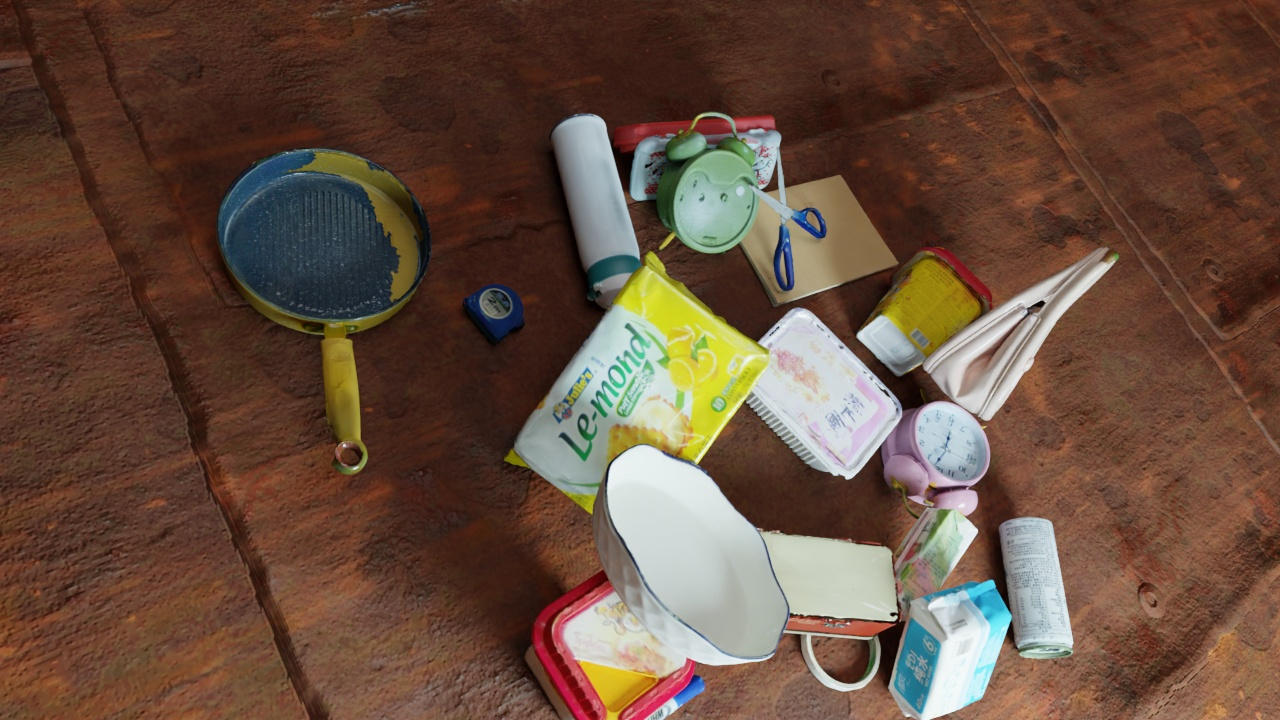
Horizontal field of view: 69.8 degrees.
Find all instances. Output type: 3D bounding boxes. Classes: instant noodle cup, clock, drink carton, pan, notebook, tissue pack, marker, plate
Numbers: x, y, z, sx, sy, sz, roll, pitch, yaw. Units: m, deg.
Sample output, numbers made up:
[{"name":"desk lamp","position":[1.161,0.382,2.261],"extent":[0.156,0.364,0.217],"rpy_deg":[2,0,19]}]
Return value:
[{"name":"instant noodle cup","position":[0.190,0.041,1.019],"extent":[0.173,0.060,0.137],"rpy_deg":[47,56,3]},{"name":"clock","position":[0.334,0.117,1.042],"extent":[0.117,0.060,0.158],"rpy_deg":[29,59,-6]},{"name":"drink carton","position":[0.292,0.210,0.957],"extent":[0.045,0.054,0.122],"rpy_deg":[41,76,-5]},{"name":"pan","position":[-0.285,-0.053,0.853],"extent":[0.197,0.078,0.357],"rpy_deg":[-1,65,-23]},{"name":"notebook","position":[0.214,-0.157,1.161],"extent":[0.211,0.012,0.149],"rpy_deg":[-18,72,-30]},{"name":"clock","position":[0.077,-0.202,1.052],"extent":[0.116,0.056,0.161],"rpy_deg":[0,107,-31]},{"name":"instant noodle cup","position":[0.337,-0.054,1.108],"extent":[0.116,0.116,0.123],"rpy_deg":[45,68,5]},{"name":"tissue pack","position":[0.302,0.284,0.906],"extent":[0.089,0.140,0.063],"rpy_deg":[-8,29,-27]},{"name":"instant noodle cup","position":[-0.035,0.251,0.777],"extent":[0.116,0.124,0.116],"rpy_deg":[-28,77,-31]},{"name":"marker","position":[-0.001,0.326,0.818],"extent":[0.145,0.017,0.017],"rpy_deg":[-25,76,-31]},{"name":"plate","position":[0.039,0.165,0.775],"extent":[0.205,0.046,0.204],"rpy_deg":[36,25,-20]}]

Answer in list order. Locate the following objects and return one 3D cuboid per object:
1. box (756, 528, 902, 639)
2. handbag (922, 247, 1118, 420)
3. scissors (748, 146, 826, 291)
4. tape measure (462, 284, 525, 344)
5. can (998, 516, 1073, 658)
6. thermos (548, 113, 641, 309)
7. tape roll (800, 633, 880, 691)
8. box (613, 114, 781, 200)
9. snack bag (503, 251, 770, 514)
[{"name":"box","position":[0.167,0.215,0.897],"extent":[0.168,0.077,0.091],"rpy_deg":[8,58,-12]},{"name":"handbag","position":[0.441,-0.041,1.042],"extent":[0.093,0.234,0.193],"rpy_deg":[47,17,17]},{"name":"scissors","position":[0.175,-0.165,1.093],"extent":[0.173,0.012,0.162],"rpy_deg":[19,76,-48]},{"name":"tape measure","position":[-0.148,-0.050,0.942],"extent":[0.054,0.025,0.058],"rpy_deg":[-37,87,-35]},{"name":"can","position":[0.438,0.251,1.019],"extent":[0.058,0.058,0.146],"rpy_deg":[12,60,-17]},{"name":"thermos","position":[-0.044,-0.163,1.020],"extent":[0.073,0.073,0.224],"rpy_deg":[-5,67,-25]},{"name":"tape roll","position":[0.202,0.287,0.926],"extent":[0.085,0.014,0.085],"rpy_deg":[10,62,-19]},{"name":"box","position":[0.073,-0.243,1.115],"extent":[0.201,0.095,0.098],"rpy_deg":[-10,103,-25]},{"name":"snack bag","position":[0.000,0.040,0.883],"extent":[0.158,0.068,0.246],"rpy_deg":[36,91,-4]}]
